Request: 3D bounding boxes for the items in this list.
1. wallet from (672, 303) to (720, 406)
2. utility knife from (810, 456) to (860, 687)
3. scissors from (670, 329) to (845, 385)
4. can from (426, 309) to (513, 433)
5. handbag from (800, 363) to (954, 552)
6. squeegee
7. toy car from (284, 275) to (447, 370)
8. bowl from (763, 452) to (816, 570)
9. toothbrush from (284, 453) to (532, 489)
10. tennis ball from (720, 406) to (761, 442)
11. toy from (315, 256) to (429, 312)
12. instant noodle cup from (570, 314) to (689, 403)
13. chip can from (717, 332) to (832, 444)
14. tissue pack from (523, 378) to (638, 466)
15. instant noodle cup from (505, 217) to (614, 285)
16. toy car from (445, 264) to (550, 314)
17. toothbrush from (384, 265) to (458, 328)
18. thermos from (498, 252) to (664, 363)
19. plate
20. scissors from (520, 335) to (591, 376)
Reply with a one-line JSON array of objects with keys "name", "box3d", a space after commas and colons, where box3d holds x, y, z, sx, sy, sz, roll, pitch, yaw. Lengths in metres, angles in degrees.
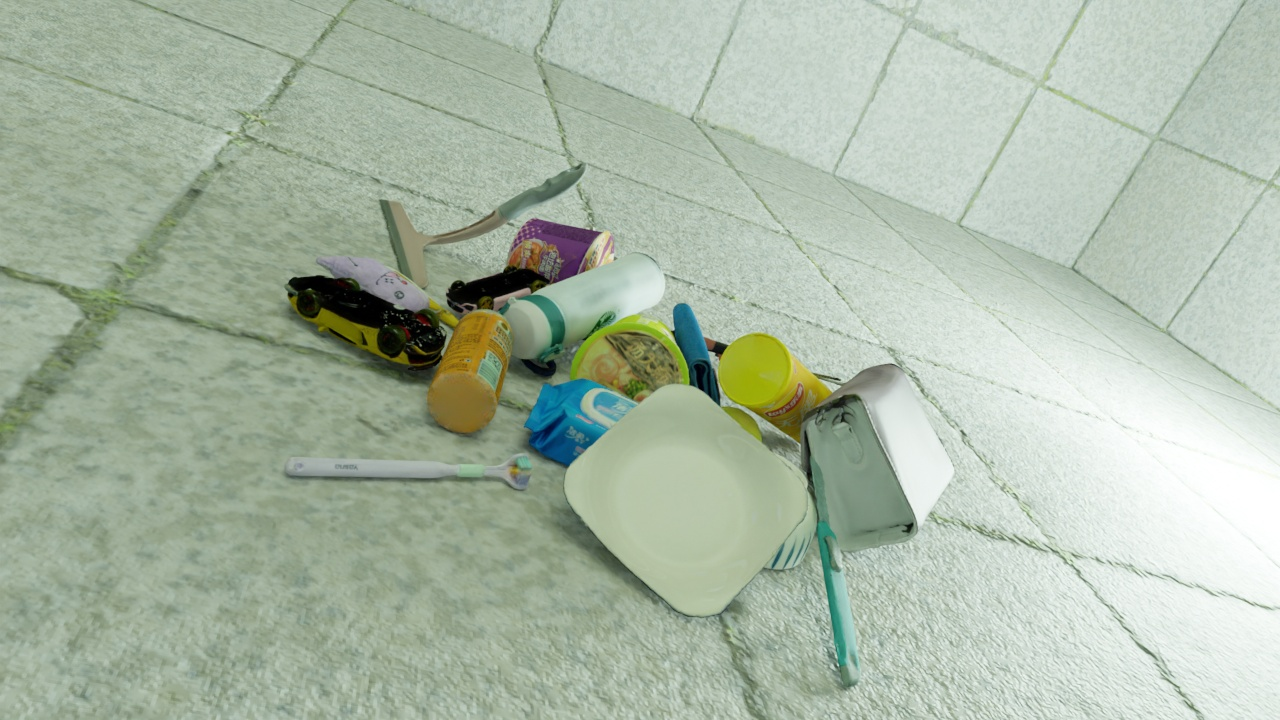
[{"name": "wallet", "box3d": [0.060, 0.013, 0.965, 0.040, 0.106, 0.133, -12, 29, 1]}, {"name": "utility knife", "box3d": [0.157, 0.165, 0.753, 0.029, 0.013, 0.222, 36, 34, -30]}, {"name": "scissors", "box3d": [0.132, 0.000, 1.053, 0.189, 0.015, 0.227, 19, -4, -21]}, {"name": "can", "box3d": [-0.148, 0.006, 0.817, 0.058, 0.058, 0.145, 20, 23, -10]}, {"name": "handbag", "box3d": [0.231, 0.088, 0.910, 0.196, 0.099, 0.145, -20, 94, -61]}, {"name": "squeegee", "box3d": [-0.174, -0.175, 1.091, 0.249, 0.040, 0.247, -23, 37, -7]}, {"name": "toy car", "box3d": [-0.249, -0.037, 0.832, 0.156, 0.041, 0.071, 24, 22, 10]}, {"name": "bowl", "box3d": [0.106, 0.121, 0.808, 0.116, 0.066, 0.116, 20, 24, -10]}, {"name": "toothbrush", "box3d": [-0.168, 0.082, 0.686, 0.189, 0.029, 0.021, 6, -11, -34]}, {"name": "tennis ball", "box3d": [0.083, 0.077, 0.882, 0.065, 0.066, 0.065, 20, 23, -9]}, {"name": "toy", "box3d": [-0.256, -0.074, 0.909, 0.108, 0.039, 0.083, 30, 17, 15]}, {"name": "instant noodle cup", "box3d": [-0.005, 0.005, 0.913, 0.111, 0.112, 0.123, 24, 14, -1]}, {"name": "chip can", "box3d": [0.150, 0.035, 0.933, 0.072, 0.072, 0.213, 39, 4, 30]}, {"name": "tissue pack", "box3d": [-0.024, 0.067, 0.815, 0.157, 0.052, 0.094, 24, 23, 0]}, {"name": "instant noodle cup", "box3d": [-0.097, -0.112, 1.076, 0.099, 0.112, 0.111, 19, 22, 11]}, {"name": "toy car", "box3d": [-0.151, -0.070, 0.978, 0.056, 0.037, 0.122, 29, 36, 35]}, {"name": "toothbrush", "box3d": [-0.203, -0.051, 0.936, 0.191, 0.018, 0.016, 35, 56, 23]}, {"name": "thermos", "box3d": [-0.059, -0.057, 0.971, 0.073, 0.073, 0.223, 33, 34, 20]}, {"name": "plate", "box3d": [0.035, 0.110, 0.734, 0.163, 0.034, 0.163, 42, 58, 14]}, {"name": "scissors", "box3d": [-0.109, -0.032, 0.982, 0.173, 0.012, 0.162, 13, 30, -8]}]
